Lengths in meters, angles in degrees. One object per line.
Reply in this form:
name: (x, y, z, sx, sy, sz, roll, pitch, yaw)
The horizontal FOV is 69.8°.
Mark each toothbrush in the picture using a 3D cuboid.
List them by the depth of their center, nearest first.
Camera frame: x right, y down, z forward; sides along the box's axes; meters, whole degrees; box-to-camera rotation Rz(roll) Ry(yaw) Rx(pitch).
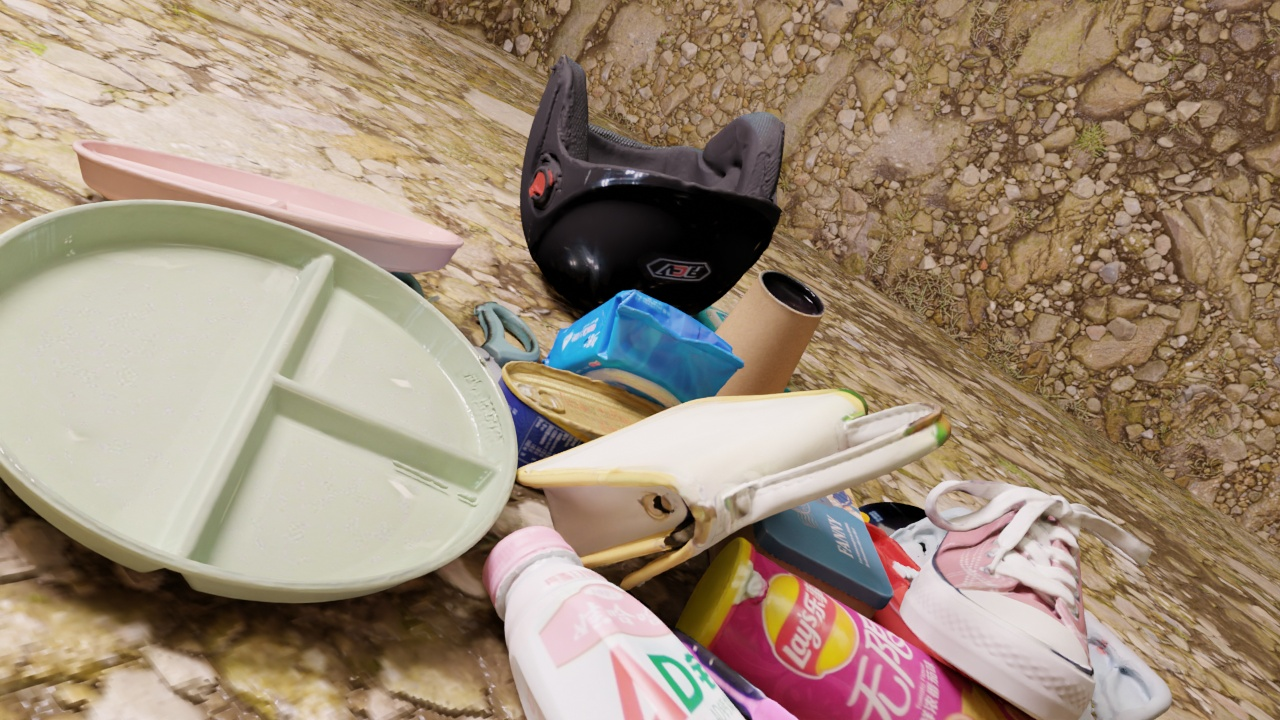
toothbrush: (0.025, 0.123, 0.374, 0.017, 0.014, 0.189, 31, -10, -21)

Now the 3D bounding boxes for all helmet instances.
helmet: (0.004, -0.140, 0.850, 0.233, 0.230, 0.274, 8, 23, -20)

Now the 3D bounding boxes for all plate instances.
plate: (-0.160, 0.010, 0.394, 0.230, 0.028, 0.229, 26, 28, -16)
plate: (-0.227, -0.094, 0.578, 0.229, 0.028, 0.229, 15, 9, -3)

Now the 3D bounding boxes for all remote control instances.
remote control: (0.232, 0.141, 0.781, 0.136, 0.024, 0.053, 15, 22, -43)

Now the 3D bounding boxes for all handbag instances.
handbag: (0.052, 0.056, 0.440, 0.179, 0.063, 0.163, -11, 6, 41)

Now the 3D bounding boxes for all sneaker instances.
sneaker: (0.203, 0.111, 0.493, 0.118, 0.088, 0.240, 30, 12, 16)

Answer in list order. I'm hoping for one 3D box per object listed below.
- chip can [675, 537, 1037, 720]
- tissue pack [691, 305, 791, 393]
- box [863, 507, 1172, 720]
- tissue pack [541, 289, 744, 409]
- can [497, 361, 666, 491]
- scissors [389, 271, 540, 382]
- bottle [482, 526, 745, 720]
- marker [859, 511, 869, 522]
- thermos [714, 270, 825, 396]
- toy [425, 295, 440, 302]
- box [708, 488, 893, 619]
chip can: (0.119, 0.166, 0.430, 0.210, 0.071, 0.071, 31, 17, -1)
tissue pack: (0.089, -0.008, 0.923, 0.093, 0.050, 0.133, 24, 18, -25)
box: (0.221, 0.173, 0.608, 0.160, 0.064, 0.201, 1, 29, -27)
tissue pack: (-0.004, 0.004, 0.629, 0.095, 0.052, 0.157, 25, -21, -18)
can: (-0.028, 0.049, 0.557, 0.148, 0.049, 0.074, 20, 19, -33)
scissors: (-0.112, -0.014, 0.653, 0.177, 0.019, 0.171, 40, 18, 34)
bottle: (-0.002, 0.134, 0.330, 0.068, 0.068, 0.197, 15, 20, -42)
marker: (0.125, 0.111, 0.706, 0.123, 0.015, 0.018, 20, 18, -24)
thermos: (0.091, -0.001, 0.766, 0.093, 0.144, 0.093, 21, 31, -13)
toy: (-0.160, -0.013, 0.511, 0.161, 0.050, 0.156, 36, 25, 25)
box: (0.090, 0.109, 0.566, 0.090, 0.063, 0.184, 27, 15, -10)
